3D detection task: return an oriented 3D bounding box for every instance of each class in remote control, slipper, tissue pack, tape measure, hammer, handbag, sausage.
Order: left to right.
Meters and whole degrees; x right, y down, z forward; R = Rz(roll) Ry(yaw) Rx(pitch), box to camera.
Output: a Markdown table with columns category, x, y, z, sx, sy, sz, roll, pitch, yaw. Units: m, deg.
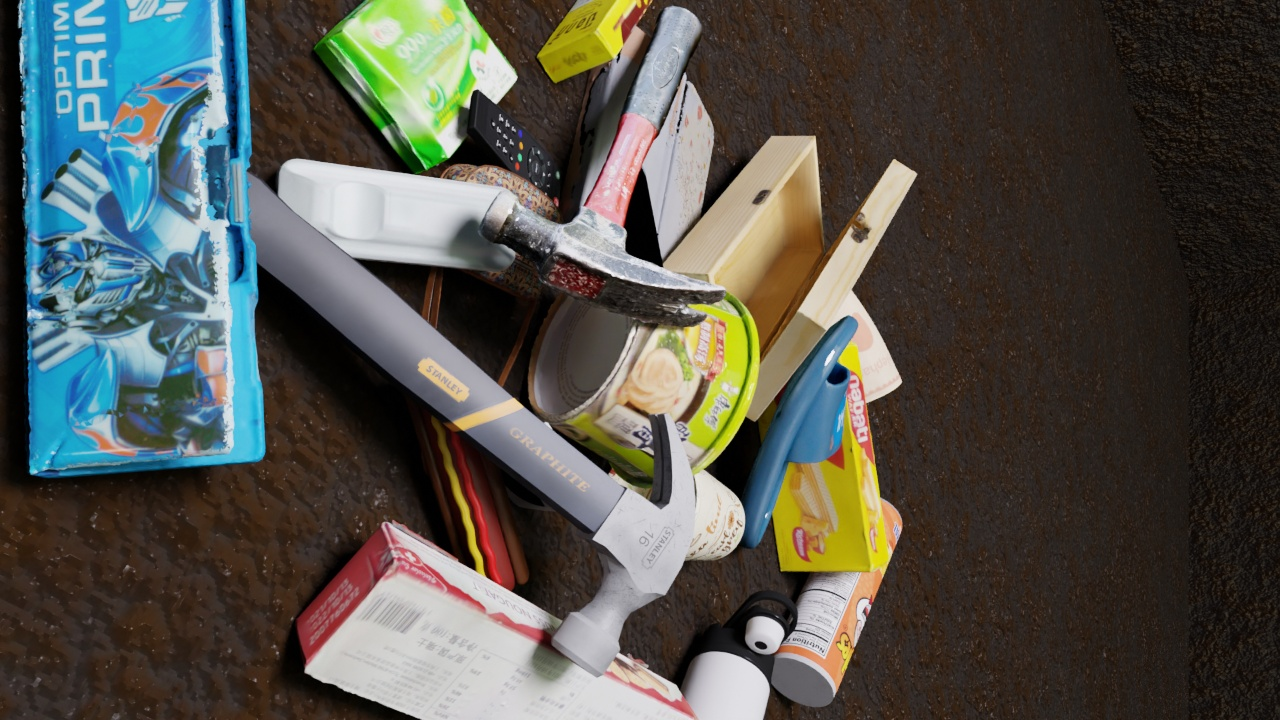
| category | x | y | z | sx | sy | sz | roll | pitch | yaw |
| --- | --- | --- | --- | --- | --- | --- | --- | --- | --- |
| remote control | -0.132 | -0.079 | 0.511 | 0.133 | 0.022 | 0.050 | 3 | 91 | -29 |
| tissue pack | -0.132 | -0.180 | 0.562 | 0.099 | 0.034 | 0.113 | 53 | 45 | -29 |
| hammer | -0.100 | 0.023 | 0.485 | 0.312 | 0.035 | 0.139 | 41 | 73 | -14 |
| sausage | -0.101 | 0.069 | 0.534 | 0.040 | 0.040 | 0.156 | -33 | 117 | -49 |
| handbag | -0.107 | -0.023 | 0.574 | 0.093 | 0.043 | 0.195 | 24 | 74 | -50 |
| remote control | -0.081 | -0.135 | 0.600 | 0.124 | 0.010 | 0.039 | 36 | 55 | -67 |
| tape measure | -0.067 | 0.066 | 0.572 | 0.016 | 0.064 | 0.065 | -55 | 129 | -41 |
| hammer | 0.007 | -0.150 | 0.612 | 0.140 | 0.037 | 0.325 | 28 | 45 | -12 |
| slipper | 0.133 | 0.064 | 0.751 | 0.214 | 0.059 | 0.103 | -69 | 166 | 14 |

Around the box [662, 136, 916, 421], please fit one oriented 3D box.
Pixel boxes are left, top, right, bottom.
| category | x | y | z | sx | sy | sz | roll | pitch | yaw |
| --- | --- | --- | --- | --- | --- | --- | --- | --- | --- |
| box | 0.125 | -0.075 | 0.773 | 0.247 | 0.148 | 0.141 | -52 | 151 | -42 |

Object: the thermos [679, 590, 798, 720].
| category | x | y | z | sx | sy | sz | roll | pitch | yaw |
| --- | --- | --- | --- | --- | --- | --- | --- | --- | --- |
| thermos | 0.051 | 0.272 | 0.635 | 0.068 | 0.101 | 0.229 | 32 | 40 | -1 |

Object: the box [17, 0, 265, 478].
| category | x | y | z | sx | sy | sz | roll | pitch | yaw |
| --- | --- | --- | --- | --- | --- | --- | --- | --- | --- |
| box | -0.215 | -0.075 | 0.394 | 0.090 | 0.066 | 0.243 | -3 | 85 | -23 |

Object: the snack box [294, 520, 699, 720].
| category | x | y | z | sx | sy | sz | roll | pitch | yaw |
| --- | --- | --- | --- | --- | --- | --- | --- | --- | --- |
| snack box | -0.070 | 0.187 | 0.542 | 0.076 | 0.044 | 0.273 | -48 | 128 | 1 |

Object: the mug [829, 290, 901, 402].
| category | x | y | z | sx | sy | sz | roll | pitch | yaw |
| --- | --- | --- | --- | --- | --- | --- | --- | --- | --- |
| mug | 0.182 | -0.006 | 0.889 | 0.111 | 0.085 | 0.104 | -24 | 93 | -21 |

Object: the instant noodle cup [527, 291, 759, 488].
| category | x | y | z | sx | sy | sz | roll | pitch | yaw |
| --- | --- | --- | --- | --- | --- | --- | --- | --- | --- |
| instant noodle cup | -0.004 | 0.004 | 0.606 | 0.097 | 0.147 | 0.146 | 27 | 62 | -34 |

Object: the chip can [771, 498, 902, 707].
| category | x | y | z | sx | sy | sz | roll | pitch | yaw |
| --- | --- | --- | --- | --- | --- | --- | --- | --- | --- |
| chip can | 0.185 | 0.216 | 0.855 | 0.209 | 0.062 | 0.062 | -50 | 121 | -43 |

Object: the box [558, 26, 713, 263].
| category | x | y | z | sx | sy | sz | roll | pitch | yaw |
| --- | --- | --- | --- | --- | --- | --- | --- | --- | --- |
| box | 0.005 | -0.137 | 0.720 | 0.157 | 0.063 | 0.216 | 42 | 52 | -52 |

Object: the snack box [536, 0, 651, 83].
| category | x | y | z | sx | sy | sz | roll | pitch | yaw |
| --- | --- | --- | --- | --- | --- | --- | --- | --- | --- |
| snack box | -0.021 | -0.269 | 0.691 | 0.025 | 0.061 | 0.148 | 51 | 48 | -33 |

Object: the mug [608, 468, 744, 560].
| category | x | y | z | sx | sy | sz | roll | pitch | yaw |
| --- | --- | --- | --- | --- | --- | --- | --- | --- | --- |
| mug | 0.024 | 0.095 | 0.687 | 0.097 | 0.081 | 0.121 | 30 | 34 | -53 |

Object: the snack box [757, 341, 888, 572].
| category | x | y | z | sx | sy | sz | roll | pitch | yaw |
| --- | --- | --- | --- | --- | --- | --- | --- | --- | --- |
| snack box | 0.160 | 0.088 | 0.824 | 0.042 | 0.092 | 0.200 | -8 | 89 | -51 |
